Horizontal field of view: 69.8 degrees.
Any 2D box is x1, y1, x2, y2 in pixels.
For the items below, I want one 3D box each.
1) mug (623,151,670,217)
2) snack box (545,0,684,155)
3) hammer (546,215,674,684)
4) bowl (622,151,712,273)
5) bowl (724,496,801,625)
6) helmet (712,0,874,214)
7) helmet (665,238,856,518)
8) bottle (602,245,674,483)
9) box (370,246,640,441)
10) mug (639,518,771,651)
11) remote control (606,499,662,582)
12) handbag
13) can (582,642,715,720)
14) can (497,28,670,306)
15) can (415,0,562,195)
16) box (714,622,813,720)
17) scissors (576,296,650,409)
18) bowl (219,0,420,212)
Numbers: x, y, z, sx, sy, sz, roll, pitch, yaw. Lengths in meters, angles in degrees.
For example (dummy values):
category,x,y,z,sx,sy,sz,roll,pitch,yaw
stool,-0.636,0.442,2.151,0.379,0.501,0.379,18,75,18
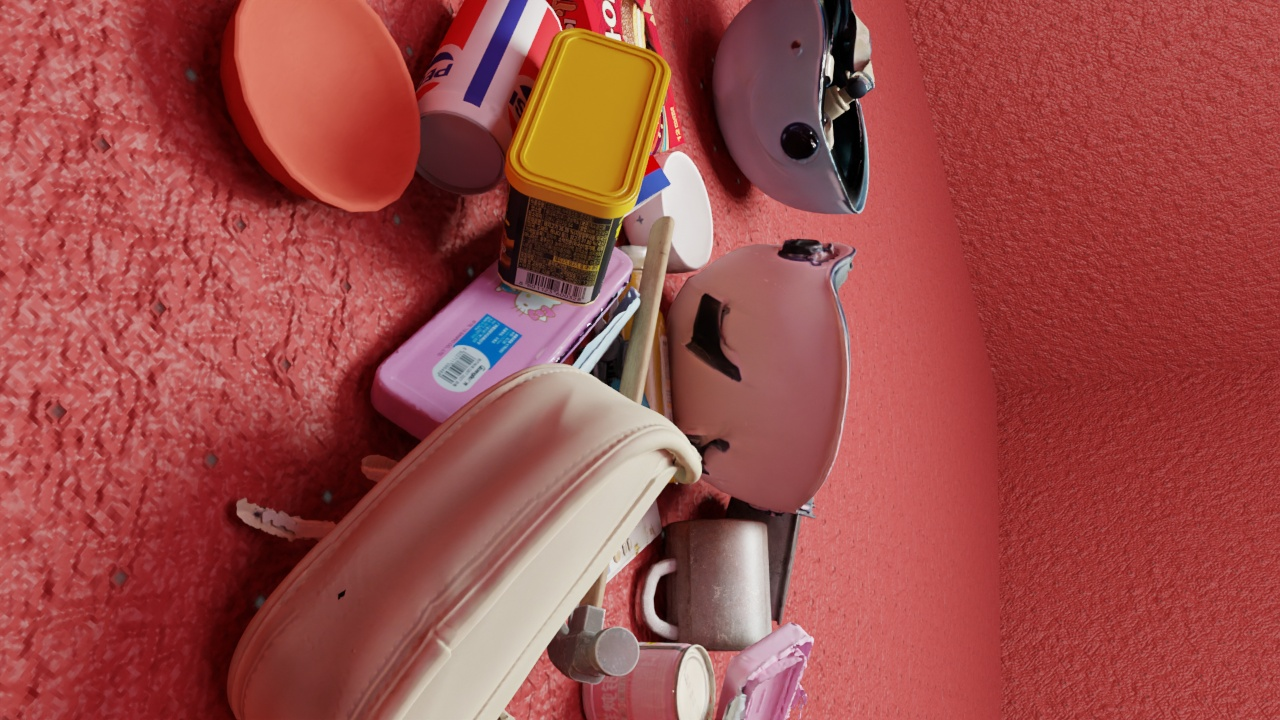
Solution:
category,x,y,z,sx,sy,sz,roll,pitch,yaw
mug,-0.028,-0.143,0.683,0.076,0.075,0.111,57,11,-6
snack box,-0.020,-0.247,0.779,0.132,0.036,0.152,-42,120,-59
hammer,-0.014,0.045,0.620,0.030,0.120,0.330,17,66,-19
bowl,0.020,-0.126,0.806,0.104,0.054,0.104,22,64,-58
bowl,0.113,0.170,0.867,0.145,0.067,0.145,11,89,-78
helmet,0.174,-0.284,1.025,0.224,0.167,0.266,-50,125,-53
helmet,0.093,0.007,0.764,0.255,0.152,0.230,-90,-171,-69
bottle,-0.004,0.004,0.721,0.053,0.053,0.186,11,74,-62
box,-0.080,0.004,0.582,0.213,0.090,0.093,-54,174,-47
mug,0.051,0.187,0.759,0.122,0.097,0.110,12,64,-35
remote control,-0.018,0.133,0.707,0.135,0.011,0.050,-26,106,-62
handbag,-0.082,0.097,0.456,0.229,0.132,0.184,-53,152,-7
can,0.006,0.235,0.654,0.067,0.076,0.067,25,61,-59
can,-0.037,-0.113,0.552,0.101,0.072,0.130,113,-8,-56
can,-0.096,-0.171,0.570,0.070,0.070,0.131,54,38,-43
box,0.072,0.304,0.724,0.155,0.059,0.202,-37,147,-36
scissors,-0.021,0.022,0.684,0.150,0.120,0.019,46,2,20
bowl,-0.165,-0.132,0.463,0.122,0.035,0.122,27,60,-59
